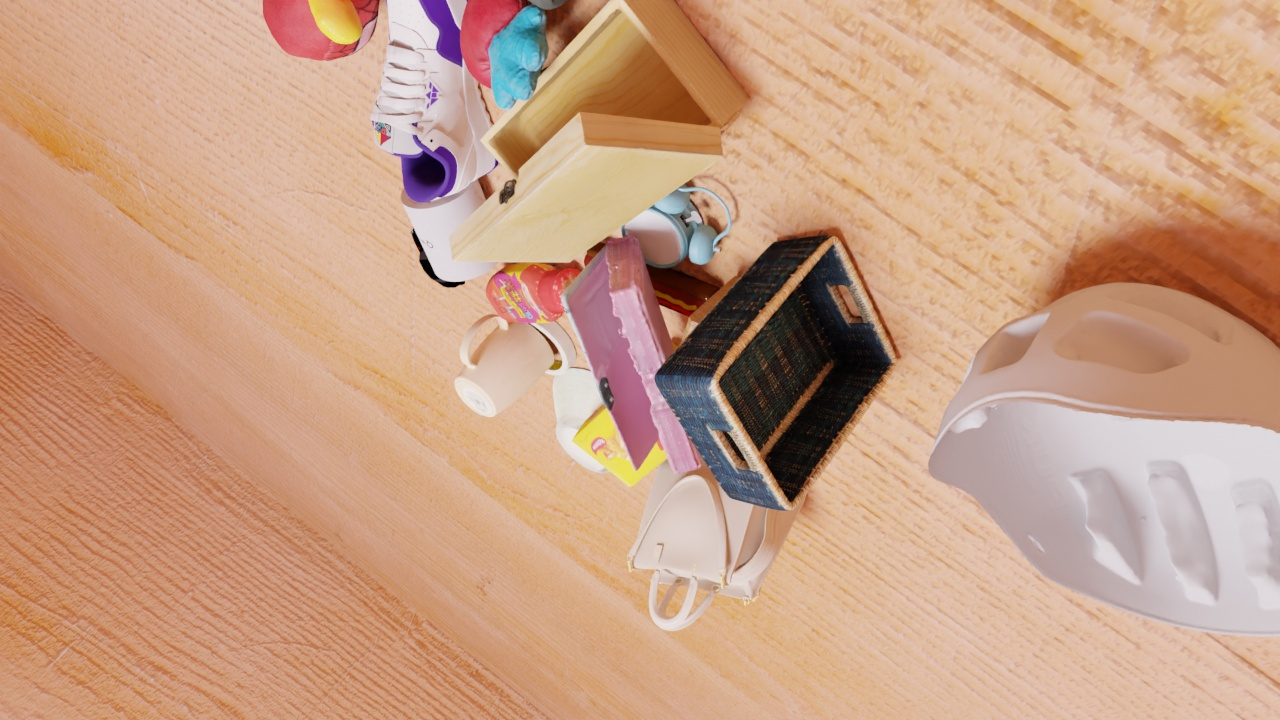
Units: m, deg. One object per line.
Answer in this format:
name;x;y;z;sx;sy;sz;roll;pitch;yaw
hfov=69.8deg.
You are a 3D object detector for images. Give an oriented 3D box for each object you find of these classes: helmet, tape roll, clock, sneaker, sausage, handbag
helmet;0.340;0.077;0.601;0.282;0.183;0.225;49;154;-1
tape roll;-0.122;-0.022;1.133;0.094;0.019;0.094;28;147;20
clock;0.032;-0.124;0.825;0.123;0.041;0.087;-12;122;46
sneaker;-0.208;-0.250;0.848;0.092;0.110;0.245;24;145;25
sausage;0.010;-0.077;0.902;0.156;0.040;0.040;24;145;25
handbag;0.070;0.213;1.041;0.101;0.197;0.195;40;153;-30

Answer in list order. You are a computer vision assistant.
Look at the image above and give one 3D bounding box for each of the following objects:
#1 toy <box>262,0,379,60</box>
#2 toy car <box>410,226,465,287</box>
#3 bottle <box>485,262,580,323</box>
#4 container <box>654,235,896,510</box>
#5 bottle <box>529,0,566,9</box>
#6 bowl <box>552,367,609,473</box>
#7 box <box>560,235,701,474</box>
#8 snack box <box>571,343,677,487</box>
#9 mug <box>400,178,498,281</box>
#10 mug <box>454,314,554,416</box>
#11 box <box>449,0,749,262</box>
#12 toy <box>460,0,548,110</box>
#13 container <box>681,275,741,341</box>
toy;-0.262;-0.336;0.774;0.098;0.147;0.217;20;159;-18
toy car;-0.251;-0.126;1.123;0.042;0.036;0.092;3;133;45
bottle;-0.114;-0.076;1.028;0.134;0.048;0.071;0;129;47
container;0.115;0.008;0.753;0.071;0.187;0.145;3;133;50
bottle;-0.098;-0.317;0.695;0.108;0.060;0.060;35;149;9
bowl;-0.057;0.094;1.172;0.177;0.057;0.177;28;147;20
box;-0.008;0.004;0.876;0.080;0.099;0.233;-15;129;8
snack box;0.010;0.065;1.035;0.092;0.042;0.201;40;136;-6
mug;-0.211;-0.159;1.010;0.119;0.083;0.096;51;164;46
mug;-0.173;0.001;1.095;0.085;0.104;0.111;12;140;38
box;-0.044;-0.167;0.760;0.142;0.178;0.249;30;153;-22
toy;-0.108;-0.259;0.751;0.133;0.062;0.092;52;142;40
container;0.083;-0.026;0.829;0.063;0.113;0.061;24;133;24
